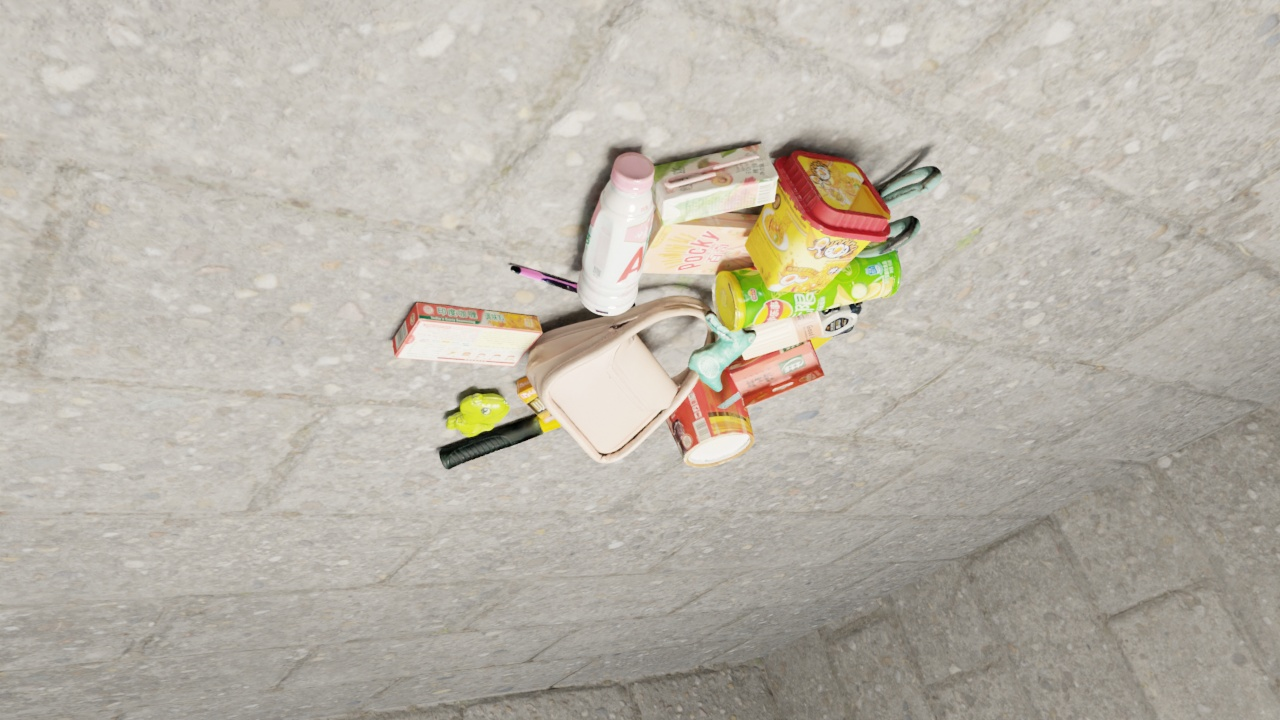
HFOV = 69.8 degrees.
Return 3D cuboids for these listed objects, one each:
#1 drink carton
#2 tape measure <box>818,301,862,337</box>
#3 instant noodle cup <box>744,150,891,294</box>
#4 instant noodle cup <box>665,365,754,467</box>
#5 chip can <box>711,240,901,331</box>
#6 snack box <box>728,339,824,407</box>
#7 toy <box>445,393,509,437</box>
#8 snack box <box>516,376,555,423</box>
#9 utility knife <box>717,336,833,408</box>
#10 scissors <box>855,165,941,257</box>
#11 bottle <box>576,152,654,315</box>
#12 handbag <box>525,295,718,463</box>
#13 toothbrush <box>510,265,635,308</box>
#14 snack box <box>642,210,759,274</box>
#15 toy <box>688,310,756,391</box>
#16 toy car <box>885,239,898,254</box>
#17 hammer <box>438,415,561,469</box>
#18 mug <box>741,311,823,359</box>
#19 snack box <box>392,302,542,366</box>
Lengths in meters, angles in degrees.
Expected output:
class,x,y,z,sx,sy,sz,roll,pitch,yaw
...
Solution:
class,x,y,z,sx,sy,sz,roll,pitch,yaw
drink carton,0.073,-0.178,0.924,0.122,0.053,0.046,-13,148,-8
tape measure,0.265,-0.061,1.262,0.066,0.033,0.066,-13,150,-14
instant noodle cup,0.180,-0.140,0.975,0.116,0.116,0.124,1,140,-31
instant noodle cup,0.099,0.088,1.357,0.138,0.108,0.138,-13,152,-7
chip can,0.199,-0.090,1.081,0.221,0.072,0.073,-13,152,-14
snack box,0.176,-0.001,1.226,0.113,0.127,0.044,-23,111,10
toy,-0.216,0.072,1.236,0.100,0.031,0.096,-23,151,20
snack box,-0.081,0.026,1.215,0.154,0.026,0.075,-24,137,15
utility knife,0.196,0.007,1.303,0.216,0.015,0.033,-34,144,-7
scissors,0.253,-0.147,1.016,0.177,0.170,0.019,-28,118,32
bottle,-0.022,-0.128,0.951,0.068,0.068,0.197,-8,148,-17
handbag,-0.007,0.007,1.141,0.234,0.093,0.193,-32,136,7
toothbrush,-0.076,-0.082,1.057,0.189,0.014,0.018,14,149,-43
snack box,0.075,-0.132,1.037,0.157,0.026,0.085,-2,148,-27
toy,0.097,-0.016,1.126,0.092,0.030,0.096,-41,118,12
toy car,0.271,-0.115,1.168,0.121,0.036,0.054,-31,149,5
hammer,-0.144,0.093,1.313,0.301,0.032,0.129,-20,151,4
mug,0.165,-0.066,1.162,0.106,0.081,0.114,-20,125,7
snack box,-0.201,-0.028,1.070,0.155,0.027,0.077,5,144,-36
